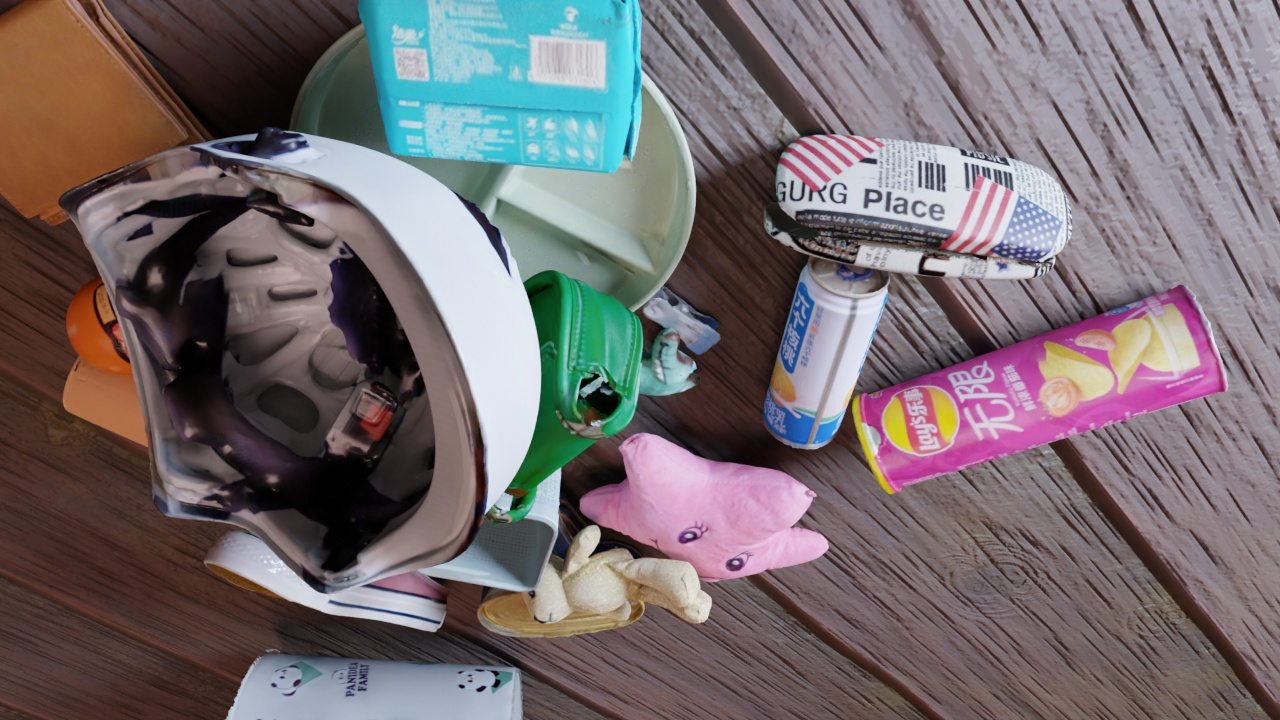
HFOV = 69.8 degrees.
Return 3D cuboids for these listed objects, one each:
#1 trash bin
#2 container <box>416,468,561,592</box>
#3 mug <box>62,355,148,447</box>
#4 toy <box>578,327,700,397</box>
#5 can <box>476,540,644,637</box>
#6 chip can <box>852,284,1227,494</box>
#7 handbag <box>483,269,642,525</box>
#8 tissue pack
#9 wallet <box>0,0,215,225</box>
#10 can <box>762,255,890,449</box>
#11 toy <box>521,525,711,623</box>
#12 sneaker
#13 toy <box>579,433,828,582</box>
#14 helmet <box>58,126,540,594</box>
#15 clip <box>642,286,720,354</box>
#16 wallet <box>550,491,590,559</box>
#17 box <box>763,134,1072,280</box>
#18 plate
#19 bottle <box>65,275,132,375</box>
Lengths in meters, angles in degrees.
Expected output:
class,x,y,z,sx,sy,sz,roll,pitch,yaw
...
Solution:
class,x,y,z,sx,sy,sz,roll,pitch,yaw
trash bin,-0.245,0.398,0.894,0.252,0.229,0.230,0,134,-3
container,-0.103,0.088,0.651,0.090,0.111,0.090,13,133,-9
mug,-0.325,0.031,0.641,0.122,0.078,0.078,22,132,-10
toy,-0.004,0.004,0.615,0.092,0.030,0.097,3,152,-3
can,-0.068,0.200,0.798,0.148,0.049,0.075,-10,133,14
chip can,0.249,0.021,0.591,0.211,0.071,0.071,-22,129,22
handbag,-0.058,0.020,0.541,0.068,0.120,0.132,27,129,-30
tissue pack,-0.065,-0.140,0.431,0.133,0.050,0.093,4,135,0
wallet,-0.320,-0.135,0.506,0.132,0.031,0.108,-18,127,21
can,0.116,-0.006,0.584,0.053,0.053,0.135,6,134,-2
toy,-0.022,0.175,0.701,0.157,0.066,0.105,-3,135,25
sneaker,-0.240,0.161,0.750,0.118,0.087,0.241,3,160,32
toy,0.051,0.111,0.684,0.194,0.074,0.179,36,138,-28
helmet,-0.149,-0.012,0.477,0.259,0.145,0.229,4,115,27
clip,0.026,-0.027,0.595,0.058,0.038,0.026,36,129,-25
wallet,-0.106,0.141,0.750,0.115,0.033,0.090,-10,141,12
box,0.153,-0.087,0.498,0.163,0.075,0.082,10,123,-2
plate,-0.083,-0.099,0.527,0.230,0.027,0.231,2,134,2
bottle,-0.288,-0.046,0.574,0.150,0.066,0.067,-27,127,18
